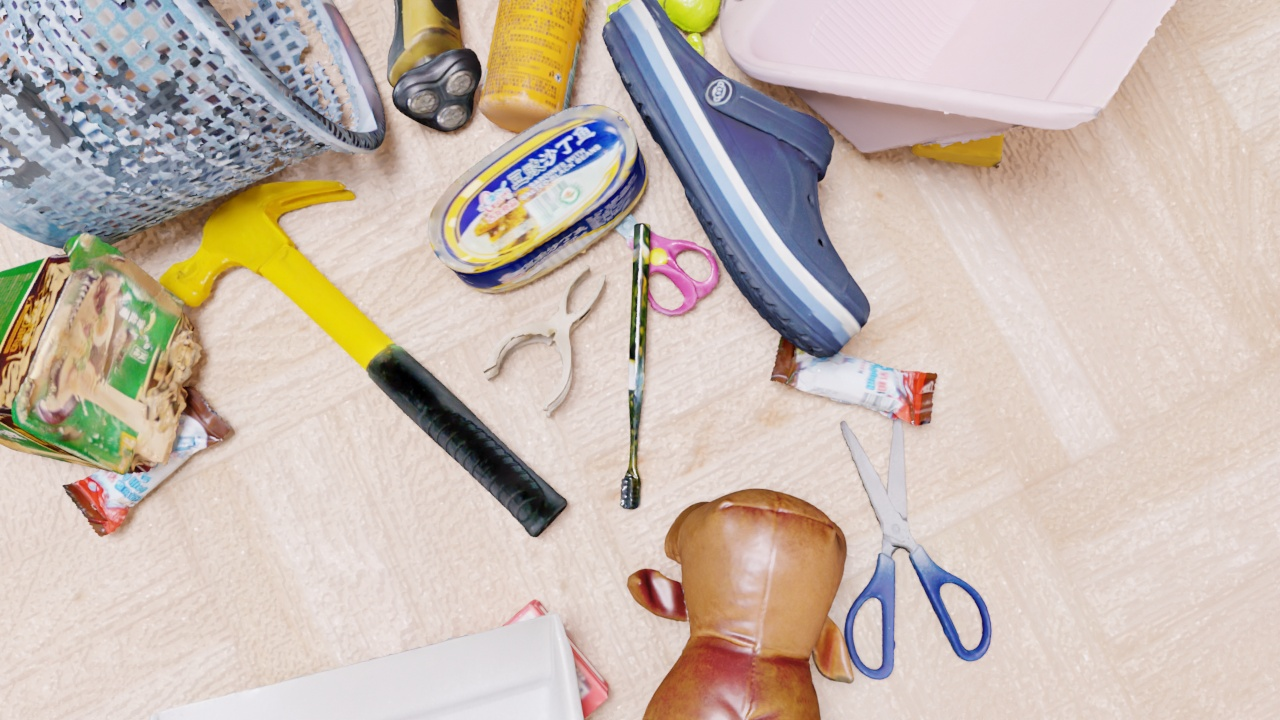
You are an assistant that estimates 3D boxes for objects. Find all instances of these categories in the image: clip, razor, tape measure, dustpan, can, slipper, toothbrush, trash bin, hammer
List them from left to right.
[{"bbox_3d":[-0.299,-0.174,0.541,0.195,0.226,0.226,-29,83,10],"label":"trash bin"},{"bbox_3d":[-0.165,0.000,0.594,0.301,0.033,0.128,43,86,5],"label":"hammer"},{"bbox_3d":[-0.110,0.298,0.462,0.222,0.143,0.258,-8,105,-25],"label":"dustpan"},{"bbox_3d":[-0.140,-0.238,0.614,0.068,0.062,0.167,-14,76,31],"label":"razor"},{"bbox_3d":[-0.068,-0.017,0.594,0.094,0.035,0.102,7,79,0],"label":"clip"},{"bbox_3d":[-0.065,-0.103,0.590,0.148,0.049,0.074,-33,77,1],"label":"can"},{"bbox_3d":[-0.066,-0.227,0.607,0.058,0.058,0.146,9,83,2],"label":"can"},{"bbox_3d":[-0.003,0.003,0.591,0.012,0.017,0.186,2,88,18],"label":"toothbrush"},{"bbox_3d":[0.068,-0.120,0.565,0.095,0.105,0.252,-33,81,7],"label":"slipper"},{"bbox_3d":[0.171,-0.233,0.529,0.139,0.274,0.222,40,74,-17],"label":"dustpan"},{"bbox_3d":[0.211,-0.158,0.611,0.060,0.029,0.057,9,84,2],"label":"tape measure"}]

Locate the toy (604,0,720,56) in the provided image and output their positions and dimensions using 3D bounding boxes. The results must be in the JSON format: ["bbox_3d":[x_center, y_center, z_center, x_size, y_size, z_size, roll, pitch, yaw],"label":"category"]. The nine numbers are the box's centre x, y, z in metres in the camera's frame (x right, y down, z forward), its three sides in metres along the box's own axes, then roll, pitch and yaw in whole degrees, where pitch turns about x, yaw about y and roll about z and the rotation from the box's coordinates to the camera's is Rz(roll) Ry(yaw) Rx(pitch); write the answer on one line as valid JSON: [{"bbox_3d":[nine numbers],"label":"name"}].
[{"bbox_3d":[0.020,-0.246,0.623,0.100,0.031,0.096,-41,88,-1],"label":"toy"}]

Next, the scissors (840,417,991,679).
[{"bbox_3d":[0.160,0.123,0.585,0.166,0.012,0.155,43,85,6],"label":"scissors"}]

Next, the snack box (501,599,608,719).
[{"bbox_3d":[-0.100,0.227,0.568,0.153,0.025,0.075,-41,85,-4],"label":"snack box"}]

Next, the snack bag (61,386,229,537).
[{"bbox_3d":[-0.316,0.064,0.590,0.105,0.026,0.045,-42,77,-7],"label":"snack bag"}]

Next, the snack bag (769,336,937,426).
[{"bbox_3d":[0.137,0.012,0.589,0.104,0.026,0.048,19,50,2],"label":"snack bag"}]

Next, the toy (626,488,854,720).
[{"bbox_3d":[0.056,0.176,0.530,0.140,0.131,0.199,8,62,3],"label":"toy"}]

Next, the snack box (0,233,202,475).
[{"bbox_3d":[-0.350,0.004,0.544,0.106,0.117,0.118,-2,63,12],"label":"snack box"}]

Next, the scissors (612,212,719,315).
[{"bbox_3d":[-0.005,-0.087,0.611,0.054,0.017,0.133,-45,81,4],"label":"scissors"}]
